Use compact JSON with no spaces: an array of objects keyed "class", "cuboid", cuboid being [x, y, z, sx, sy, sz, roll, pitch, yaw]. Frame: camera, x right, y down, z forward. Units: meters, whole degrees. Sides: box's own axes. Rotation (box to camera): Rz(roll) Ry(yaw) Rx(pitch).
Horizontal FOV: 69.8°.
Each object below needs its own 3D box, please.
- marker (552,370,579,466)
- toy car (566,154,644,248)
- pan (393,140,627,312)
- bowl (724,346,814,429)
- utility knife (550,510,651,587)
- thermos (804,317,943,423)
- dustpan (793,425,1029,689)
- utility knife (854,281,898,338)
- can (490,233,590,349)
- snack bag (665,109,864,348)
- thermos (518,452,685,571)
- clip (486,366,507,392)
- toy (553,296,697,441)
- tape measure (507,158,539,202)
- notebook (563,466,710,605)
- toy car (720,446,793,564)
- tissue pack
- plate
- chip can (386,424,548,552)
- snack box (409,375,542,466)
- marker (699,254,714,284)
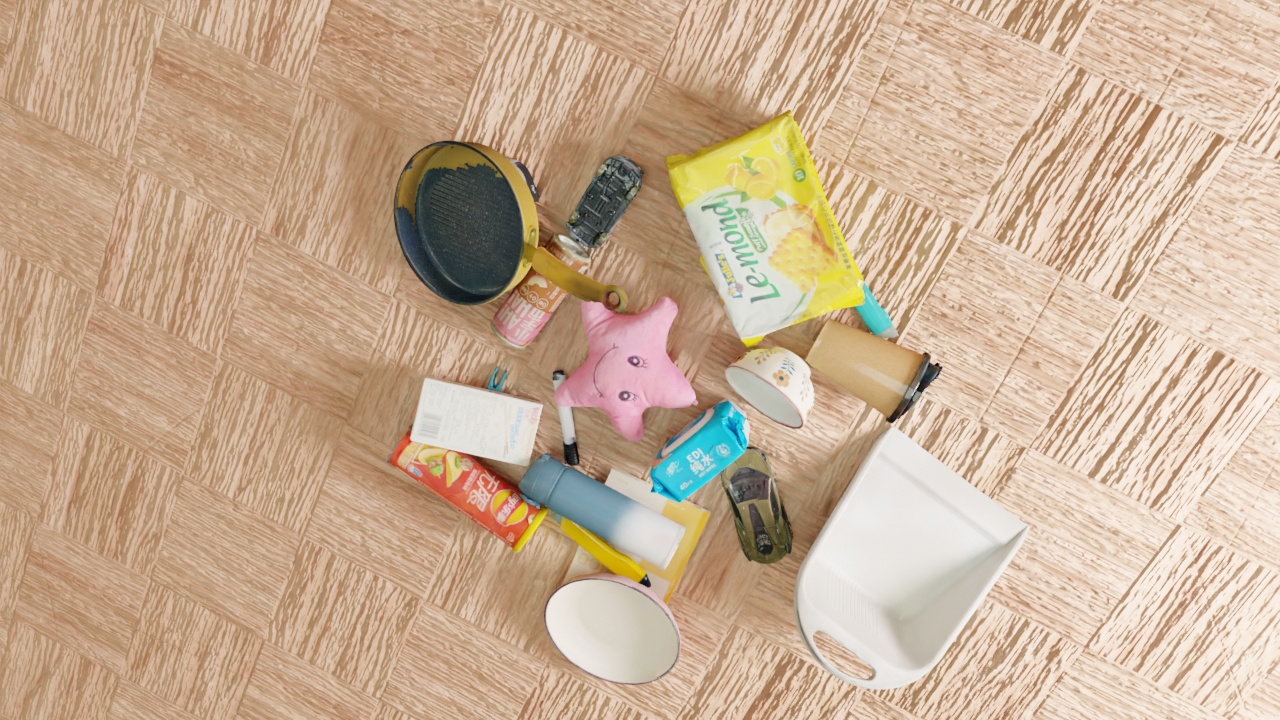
[{"class":"marker","cuboid":[-0.099,0.076,1.201,0.022,0.018,0.131,-10,105,-1]},{"class":"toy car","cuboid":[-0.043,-0.190,1.105,0.054,0.036,0.121,35,119,-2]},{"class":"pan","cuboid":[-0.152,-0.133,1.065,0.358,0.078,0.198,23,117,22]},{"class":"bowl","cuboid":[0.164,0.024,1.100,0.113,0.114,0.062,39,74,-2]},{"class":"utility knife","cuboid":[-0.055,0.250,1.233,0.173,0.015,0.033,40,110,-2]},{"class":"thermos","cuboid":[0.271,0.008,1.080,0.143,0.092,0.093,30,109,10]},{"class":"dustpan","cuboid":[0.312,0.260,1.115,0.222,0.142,0.258,36,110,-1]},{"class":"utility knife","cuboid":[0.254,-0.091,1.090,0.029,0.013,0.160,-32,95,15]},{"class":"can","cuboid":[-0.124,-0.085,1.138,0.058,0.057,0.147,38,109,-2]},{"class":"snack bag","cuboid":[0.146,-0.151,1.057,0.158,0.068,0.246,-22,97,17]},{"class":"thermos","cuboid":[-0.052,0.195,1.192,0.220,0.070,0.070,27,109,3]},{"class":"clip","cuboid":[-0.192,0.034,1.210,0.046,0.014,0.057,26,107,2]},{"class":"toy","cuboid":[-0.007,0.007,1.133,0.178,0.074,0.195,23,111,7]},{"class":"tape measure","cuboid":[-0.165,-0.213,1.122,0.066,0.033,0.066,-21,102,14]},{"class":"notebook","cuboid":[-0.010,0.260,1.242,0.146,0.010,0.207,24,109,4]},{"class":"toy car","cuboid":[0.147,0.186,1.177,0.070,0.042,0.158,-16,100,14]},{"class":"tissue pack","cuboid":[0.073,0.111,1.141,0.140,0.089,0.063,-40,94,18]},{"class":"plate","cuboid":[-0.035,0.358,1.246,0.192,0.038,0.193,8,121,14]},{"class":"chip can","cuboid":[-0.231,0.168,1.226,0.216,0.073,0.073,34,109,0]},{"class":"snack box","cuboid":[-0.212,0.079,1.190,0.156,0.027,0.085,14,94,-9]},{"class":"marker","cuboid":[0.109,-0.079,1.120,0.018,0.015,0.124,-29,102,18]}]
